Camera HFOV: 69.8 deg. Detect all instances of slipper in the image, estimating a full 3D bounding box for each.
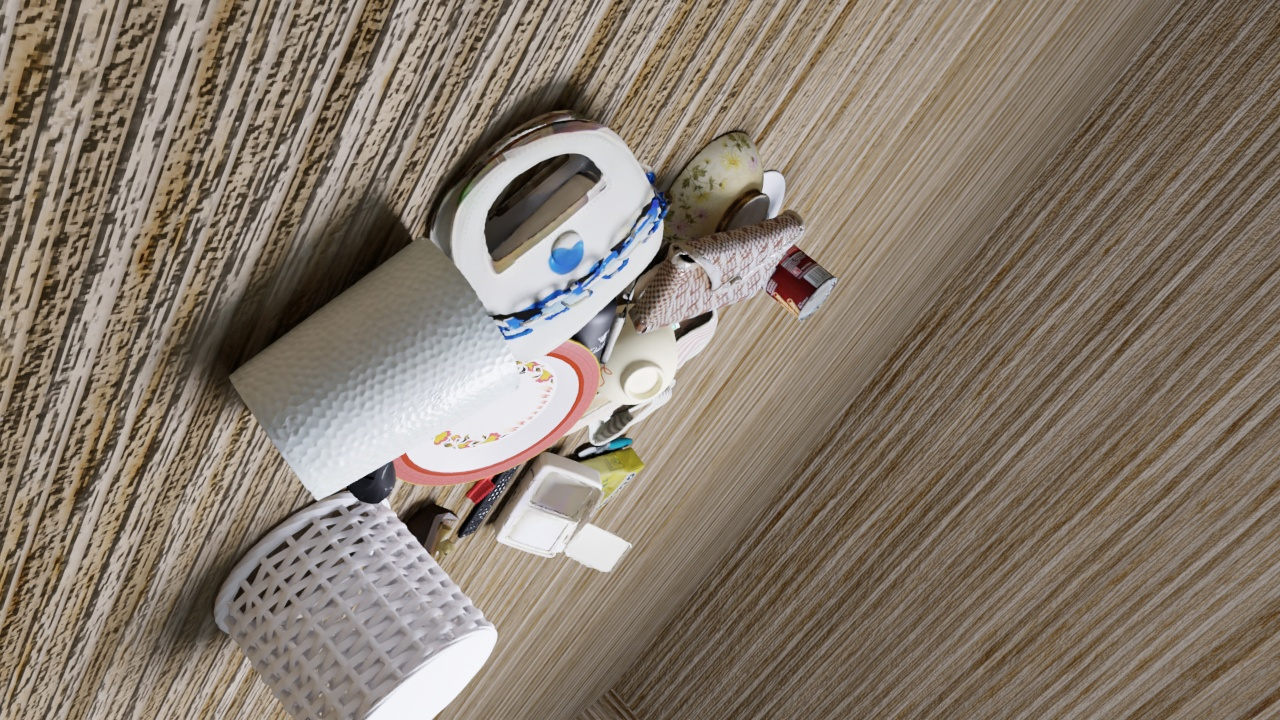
[{"bbox_3d":[0.047,-0.046,1.135,0.115,0.052,0.263,-36,158,-2],"label":"slipper"},{"bbox_3d":[-0.030,0.063,1.162,0.115,0.054,0.272,-38,169,24],"label":"slipper"}]

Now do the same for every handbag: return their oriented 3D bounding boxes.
[{"bbox_3d":[-0.071,-0.102,0.739,0.200,0.093,0.200,-44,154,-8],"label":"handbag"},{"bbox_3d":[0.084,-0.091,0.961,0.185,0.047,0.124,-20,157,-37],"label":"handbag"}]

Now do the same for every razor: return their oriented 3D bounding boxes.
[{"bbox_3d":[-0.239,0.084,0.813,0.141,0.053,0.063,116,-8,-56],"label":"razor"}]

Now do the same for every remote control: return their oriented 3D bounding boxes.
[{"bbox_3d":[-0.187,0.170,1.149,0.140,0.009,0.030,-55,160,23],"label":"remote control"}]

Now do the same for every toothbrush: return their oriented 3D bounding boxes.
[{"bbox_3d":[-0.130,0.091,1.100,0.212,0.018,0.012,-47,161,0],"label":"toothbrush"}]

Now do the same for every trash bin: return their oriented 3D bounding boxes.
[{"bbox_3d":[-0.189,0.010,0.652,0.161,0.133,0.133,-35,159,-18],"label":"trash bin"}]

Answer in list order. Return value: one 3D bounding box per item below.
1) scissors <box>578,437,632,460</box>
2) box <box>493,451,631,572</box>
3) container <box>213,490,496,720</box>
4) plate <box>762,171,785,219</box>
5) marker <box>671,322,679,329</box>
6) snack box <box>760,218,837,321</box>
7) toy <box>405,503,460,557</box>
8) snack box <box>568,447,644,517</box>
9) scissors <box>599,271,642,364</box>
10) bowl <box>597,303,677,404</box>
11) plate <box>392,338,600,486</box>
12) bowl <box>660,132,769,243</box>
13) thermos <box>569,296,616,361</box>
[{"bbox_3d":[-0.057,0.134,1.346,0.135,0.019,0.139,-30,161,-29],"label":"scissors"},{"bbox_3d":[-0.081,0.226,1.203,0.184,0.098,0.144,22,115,-24],"label":"box"},{"bbox_3d":[-0.266,0.253,0.869,0.189,0.187,0.190,-41,160,-18],"label":"container"},{"bbox_3d":[0.114,-0.146,1.151,0.208,0.015,0.209,-41,160,-18],"label":"plate"},{"bbox_3d":[-0.022,-0.012,1.066,0.145,0.017,0.017,-29,160,1],"label":"marker"},{"bbox_3d":[0.174,-0.112,1.131,0.072,0.121,0.072,-41,161,-17],"label":"snack box"},{"bbox_3d":[-0.241,0.210,1.024,0.076,0.062,0.100,27,87,-89],"label":"toy"},{"bbox_3d":[-0.085,0.189,1.324,0.121,0.045,0.180,-46,160,26],"label":"snack box"},{"bbox_3d":[-0.017,-0.054,0.928,0.170,0.012,0.158,-78,-173,-51],"label":"scissors"},{"bbox_3d":[-0.006,0.006,1.024,0.118,0.074,0.118,-10,127,-14],"label":"bowl"},{"bbox_3d":[-0.147,0.048,0.902,0.229,0.021,0.230,-22,150,-14],"label":"plate"},{"bbox_3d":[0.092,-0.167,0.982,0.145,0.063,0.145,-39,158,-20],"label":"bowl"},{"bbox_3d":[-0.065,-0.027,0.932,0.061,0.061,0.232,-31,156,-38],"label":"thermos"}]
